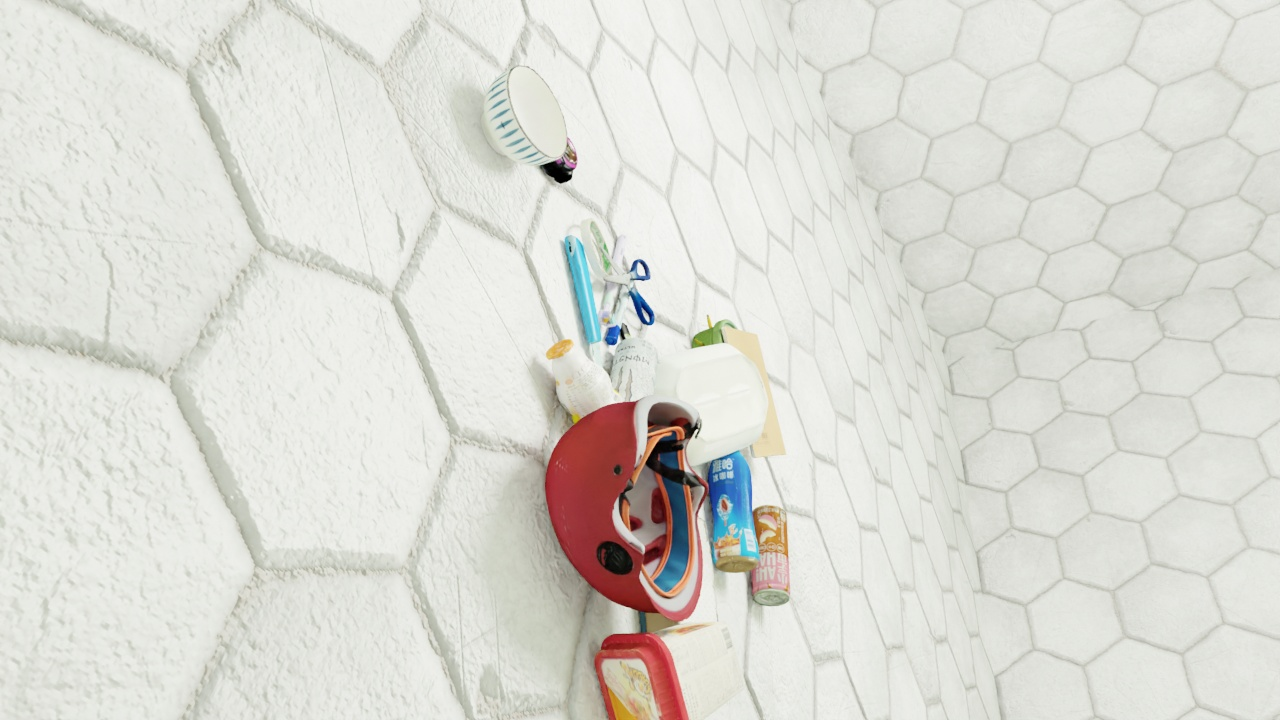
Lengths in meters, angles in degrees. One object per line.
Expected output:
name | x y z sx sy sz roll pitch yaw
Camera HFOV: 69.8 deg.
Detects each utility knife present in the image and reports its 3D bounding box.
utility knife | -0.067 -0.068 1.160 0.034 0.018 0.187 22 53 -67

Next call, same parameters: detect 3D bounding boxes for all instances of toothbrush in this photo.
toothbrush | -0.035 -0.115 1.254 0.029 0.021 0.188 34 39 -23

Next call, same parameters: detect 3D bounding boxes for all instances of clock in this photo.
clock | 0.137 0.011 1.470 0.161 0.056 0.115 63 28 -17

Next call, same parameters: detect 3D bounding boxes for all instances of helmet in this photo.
helmet | -0.019 0.156 0.979 0.206 0.144 0.240 -32 116 -63

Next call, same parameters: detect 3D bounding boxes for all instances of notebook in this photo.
notebook | 0.182 0.051 1.460 0.147 0.008 0.207 7 68 -62

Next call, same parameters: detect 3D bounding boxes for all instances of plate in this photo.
plate | 0.109 0.055 1.310 0.265 0.034 0.162 -10 81 -51

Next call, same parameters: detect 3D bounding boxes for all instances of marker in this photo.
marker | -0.026 -0.072 1.248 0.017 0.017 0.145 55 31 -31
marker | -0.007 0.007 1.240 0.018 0.015 0.124 -9 79 -55

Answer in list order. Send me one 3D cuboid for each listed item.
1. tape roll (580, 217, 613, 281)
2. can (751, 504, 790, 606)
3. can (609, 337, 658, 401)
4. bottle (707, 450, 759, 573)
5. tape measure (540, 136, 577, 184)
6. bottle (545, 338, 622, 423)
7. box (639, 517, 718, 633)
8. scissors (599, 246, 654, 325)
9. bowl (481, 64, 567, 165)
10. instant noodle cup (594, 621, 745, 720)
tape roll | -0.058 -0.147 1.215 0.085 0.014 0.086 -16 89 -78
can | 0.198 0.297 1.404 0.058 0.058 0.147 47 35 -41
can | -0.013 0.040 1.155 0.058 0.058 0.146 52 33 -36
bottle | 0.131 0.195 1.332 0.065 0.065 0.218 40 39 -48
tape measure | -0.106 -0.267 1.189 0.058 0.039 0.057 48 35 -40
bottle | -0.067 0.028 1.049 0.108 0.063 0.063 60 28 -24
box | 0.042 0.262 1.106 0.089 0.061 0.184 24 51 -45
scissors | -0.014 -0.102 1.253 0.163 0.012 0.161 -58 133 -59
bowl | -0.146 -0.284 1.092 0.116 0.066 0.116 40 41 -47
instant noodle cup | 0.035 0.331 0.964 0.124 0.117 0.116 -11 83 -39
